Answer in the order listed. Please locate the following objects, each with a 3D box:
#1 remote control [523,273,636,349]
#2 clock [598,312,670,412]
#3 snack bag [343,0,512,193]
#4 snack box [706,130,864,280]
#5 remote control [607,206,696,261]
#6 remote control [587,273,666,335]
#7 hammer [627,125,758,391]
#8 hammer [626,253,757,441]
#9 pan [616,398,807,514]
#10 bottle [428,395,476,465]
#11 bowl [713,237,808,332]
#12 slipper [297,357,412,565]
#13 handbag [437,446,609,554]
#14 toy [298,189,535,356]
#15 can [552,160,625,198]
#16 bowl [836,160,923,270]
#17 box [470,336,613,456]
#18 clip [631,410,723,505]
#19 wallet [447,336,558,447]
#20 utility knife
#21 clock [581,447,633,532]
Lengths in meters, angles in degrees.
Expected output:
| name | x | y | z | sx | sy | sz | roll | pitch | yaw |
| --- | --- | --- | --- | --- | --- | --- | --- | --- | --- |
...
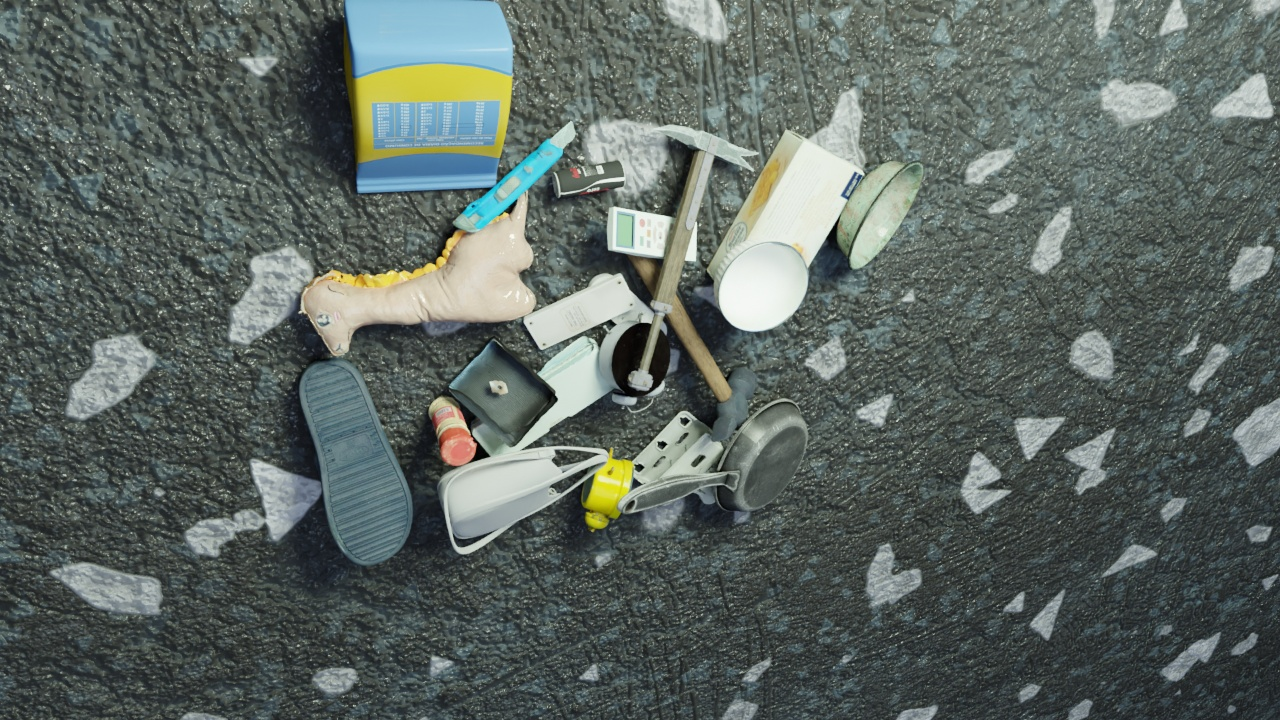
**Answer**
| name | x | y | z | sx | sy | sz | roll | pitch | yaw |
| --- | --- | --- | --- | --- | --- | --- | --- | --- | --- |
| remote control | -0.076 | -0.061 | 1.148 | 0.136 | 0.011 | 0.050 | -24 | 125 | 6 |
| clock | -0.007 | 0.007 | 1.172 | 0.094 | 0.035 | 0.123 | -22 | 113 | -34 |
| snack bag | -0.219 | -0.258 | 0.946 | 0.158 | 0.102 | 0.206 | -6 | 141 | -18 |
| snack box | 0.181 | -0.174 | 1.165 | 0.104 | 0.057 | 0.208 | 19 | 111 | -28 |
| remote control | 0.014 | -0.150 | 1.106 | 0.143 | 0.024 | 0.049 | 2 | 89 | -42 |
| remote control | -0.016 | -0.063 | 1.182 | 0.043 | 0.013 | 0.136 | -44 | 125 | 8 |
| hammer | 0.036 | -0.116 | 1.093 | 0.146 | 0.028 | 0.317 | 12 | 96 | -36 |
| hammer | 0.056 | -0.041 | 1.182 | 0.040 | 0.129 | 0.322 | -14 | 122 | 34 |
| pan | 0.114 | 0.159 | 1.274 | 0.355 | 0.055 | 0.188 | -17 | 129 | -41 |
| bottle | -0.233 | 0.085 | 1.127 | 0.044 | 0.109 | 0.044 | -10 | 120 | -18 |
| bowl | 0.139 | -0.100 | 1.119 | 0.118 | 0.062 | 0.118 | -9 | 121 | -15 |
| slipper | -0.350 | 0.119 | 1.128 | 0.101 | 0.082 | 0.264 | -16 | 104 | -16 |
| handbag | -0.142 | 0.161 | 1.171 | 0.222 | 0.095 | 0.216 | -18 | 163 | -11 |
| toy | -0.251 | -0.102 | 1.048 | 0.264 | 0.065 | 0.196 | -1 | 101 | -12 |
| can | -0.060 | -0.211 | 1.066 | 0.080 | 0.031 | 0.032 | -13 | 123 | -14 |
| bowl | 0.300 | -0.193 | 1.177 | 0.157 | 0.038 | 0.158 | -42 | 155 | -25 |
| box | -0.125 | 0.051 | 1.188 | 0.199 | 0.066 | 0.083 | -35 | 144 | 3 |
| clip | 0.073 | 0.160 | 1.311 | 0.126 | 0.096 | 0.152 | -45 | 114 | 11 |
| wallet | -0.170 | 0.039 | 1.144 | 0.115 | 0.026 | 0.089 | 43 | 93 | -2 |
| utility knife | -0.137 | -0.205 | 1.033 | 0.178 | 0.015 | 0.031 | -45 | 104 | -8 |
| clock | -0.049 | 0.185 | 1.272 | 0.057 | 0.083 | 0.119 | 16 | 115 | -12 |
